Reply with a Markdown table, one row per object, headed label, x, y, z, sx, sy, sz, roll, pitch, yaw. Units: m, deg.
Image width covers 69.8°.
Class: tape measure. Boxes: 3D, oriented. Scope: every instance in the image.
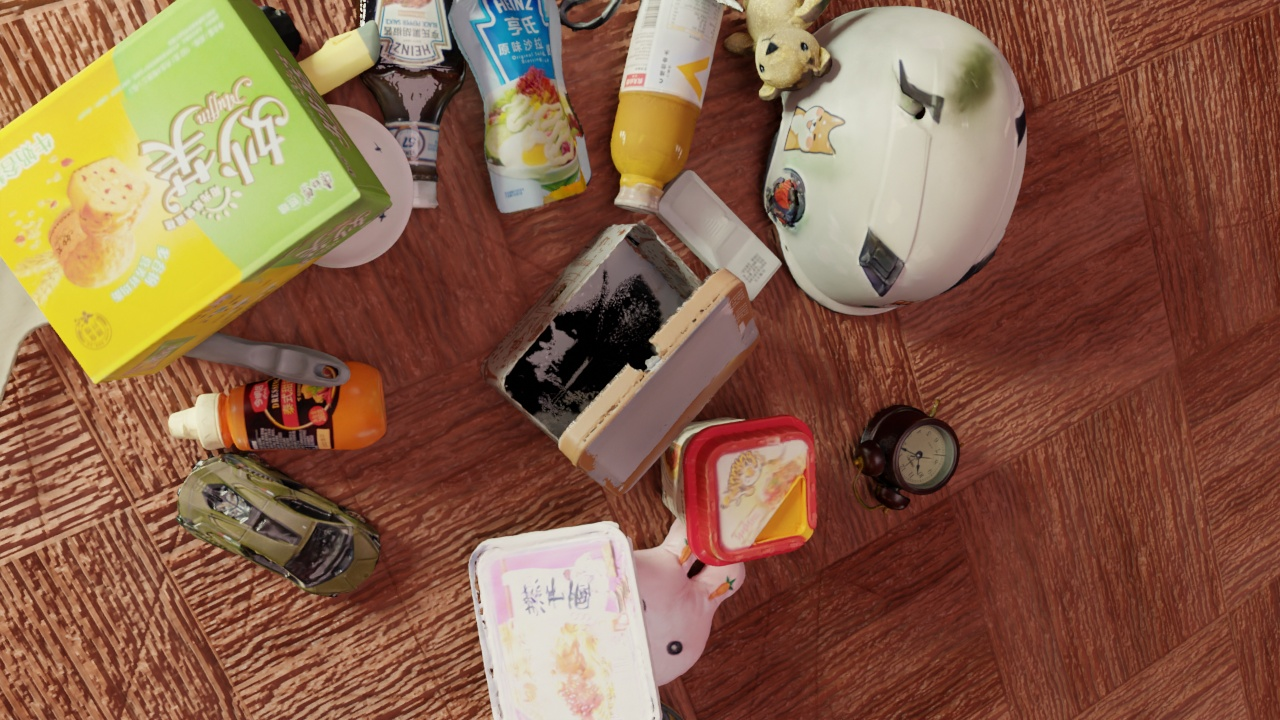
| label | x | y | z | sx | sy | sz | roll | pitch | yaw |
| --- | --- | --- | --- | --- | --- | --- | --- | --- | --- |
| tape measure | -0.269 | -0.220 | 0.636 | 0.056 | 0.058 | 0.039 | -45 | 110 | -45 |

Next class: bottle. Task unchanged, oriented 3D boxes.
| label | x | y | z | sx | sy | sz | roll | pitch | yaw |
| --- | --- | --- | --- | --- | --- | --- | --- | --- | --- |
| bottle | -0.170 | -0.212 | 0.684 | 0.079 | 0.044 | 0.195 | -1 | 99 | -16 |
| bottle | 0.017 | -0.214 | 0.742 | 0.068 | 0.068 | 0.189 | 12 | 93 | -22 |
| bottle | -0.266 | 0.039 | 0.676 | 0.149 | 0.067 | 0.067 | -6 | 100 | -13 |

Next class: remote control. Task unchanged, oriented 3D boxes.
| label | x | y | z | sx | sy | sz | roll | pitch | yaw |
| --- | --- | --- | --- | --- | --- | --- | --- | --- | --- |
| remote control | 0.067 | -0.109 | 0.801 | 0.125 | 0.024 | 0.049 | 42 | 82 | -22 |

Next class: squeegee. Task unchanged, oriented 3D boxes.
| label | x | y | z | sx | sy | sz | roll | pitch | yaw |
| --- | --- | --- | --- | --- | --- | --- | --- | --- | --- |
| squeegee | -0.325 | -0.016 | 0.642 | 0.246 | 0.039 | 0.246 | 12 | 88 | -8 |

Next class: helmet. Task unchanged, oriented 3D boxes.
| label | x | y | z | sx | sy | sz | roll | pitch | yaw |
| --- | --- | --- | --- | --- | --- | --- | --- | --- | --- |
| helmet | 0.236 | -0.169 | 0.786 | 0.229 | 0.157 | 0.274 | -1 | 98 | -21 |

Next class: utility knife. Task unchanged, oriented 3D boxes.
| label | x | y | z | sx | sy | sz | roll | pitch | yaw |
| --- | --- | --- | --- | --- | --- | --- | --- | --- | --- |
| utility knife | -0.276 | -0.177 | 0.644 | 0.216 | 0.022 | 0.031 | -30 | 107 | -8 |

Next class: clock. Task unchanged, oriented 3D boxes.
| label | x | y | z | sx | sy | sz | roll | pitch | yaw |
| --- | --- | --- | --- | --- | --- | --- | --- | --- | --- |
| clock | 0.251 | 0.095 | 0.883 | 0.121 | 0.055 | 0.082 | -37 | 109 | -11 |

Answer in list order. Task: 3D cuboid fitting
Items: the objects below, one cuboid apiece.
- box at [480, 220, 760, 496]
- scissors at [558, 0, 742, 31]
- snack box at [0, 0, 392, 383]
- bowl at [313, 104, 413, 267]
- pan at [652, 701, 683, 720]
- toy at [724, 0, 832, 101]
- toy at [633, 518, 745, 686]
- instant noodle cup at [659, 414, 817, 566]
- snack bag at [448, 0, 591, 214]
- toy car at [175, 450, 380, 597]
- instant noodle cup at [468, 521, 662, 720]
| label | x | y | z | sx | sy | sz | roll | pitch | yaw |
| --- | --- | --- | --- | --- | --- | --- | --- | --- | --- |
| box | -0.003 | 0.005 | 0.708 | 0.152 | 0.174 | 0.182 | 43 | 81 | -20 |
| scissors | 0.007 | -0.308 | 0.705 | 0.179 | 0.014 | 0.160 | 44 | 106 | 17 |
| snack box | -0.290 | -0.107 | 0.575 | 0.210 | 0.070 | 0.157 | -34 | 94 | 4 |
| bowl | -0.225 | -0.121 | 0.644 | 0.118 | 0.064 | 0.118 | 0 | 101 | -1 |
| pan | -0.087 | 0.443 | 0.788 | 0.197 | 0.078 | 0.357 | 45 | 81 | -20 |
| toy | 0.103 | -0.293 | 0.749 | 0.066 | 0.105 | 0.157 | -7 | 76 | -58 |
| toy | 0.020 | 0.210 | 0.813 | 0.159 | 0.054 | 0.121 | -45 | 102 | -16 |
| instant noodle cup | 0.075 | 0.099 | 0.778 | 0.116 | 0.124 | 0.116 | -7 | 101 | -20 |
| snack bag | -0.091 | -0.215 | 0.699 | 0.110 | 0.039 | 0.191 | -26 | 112 | -39 |
| toy car | -0.270 | 0.126 | 0.695 | 0.158 | 0.042 | 0.070 | 35 | 85 | -24 |
| instant noodle cup | -0.058 | 0.222 | 0.749 | 0.138 | 0.060 | 0.173 | -11 | 86 | 10 |
